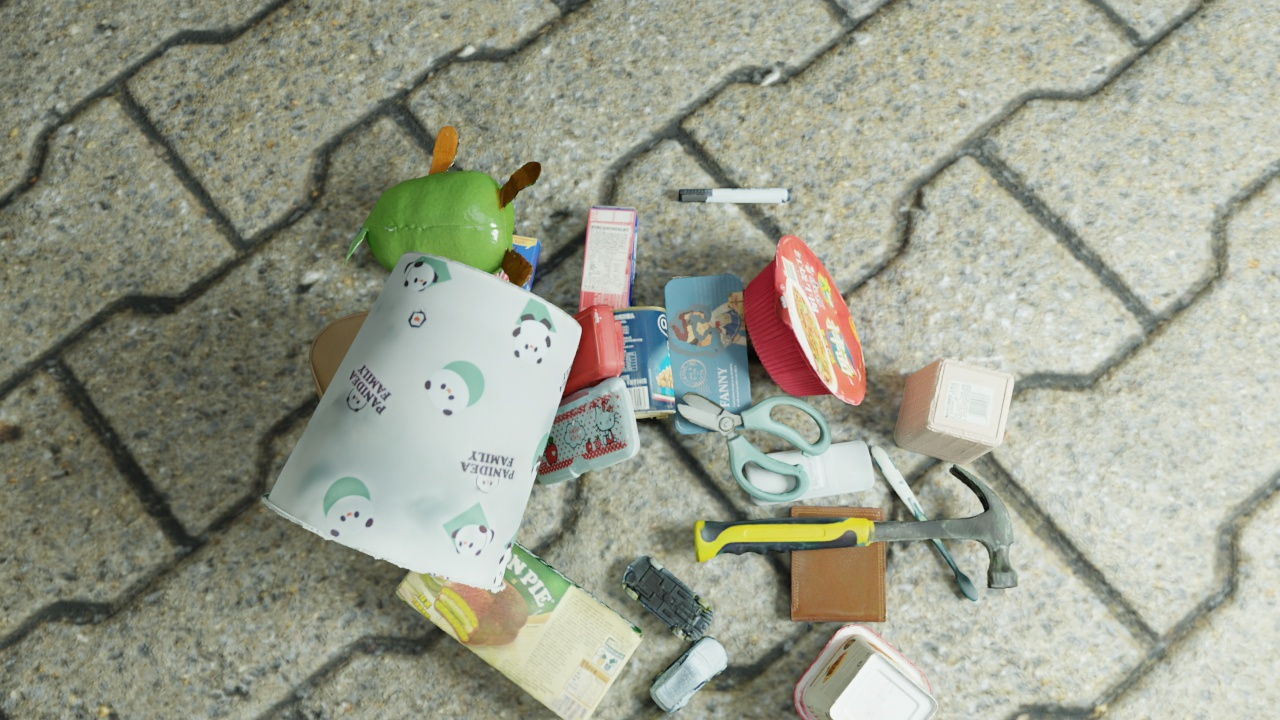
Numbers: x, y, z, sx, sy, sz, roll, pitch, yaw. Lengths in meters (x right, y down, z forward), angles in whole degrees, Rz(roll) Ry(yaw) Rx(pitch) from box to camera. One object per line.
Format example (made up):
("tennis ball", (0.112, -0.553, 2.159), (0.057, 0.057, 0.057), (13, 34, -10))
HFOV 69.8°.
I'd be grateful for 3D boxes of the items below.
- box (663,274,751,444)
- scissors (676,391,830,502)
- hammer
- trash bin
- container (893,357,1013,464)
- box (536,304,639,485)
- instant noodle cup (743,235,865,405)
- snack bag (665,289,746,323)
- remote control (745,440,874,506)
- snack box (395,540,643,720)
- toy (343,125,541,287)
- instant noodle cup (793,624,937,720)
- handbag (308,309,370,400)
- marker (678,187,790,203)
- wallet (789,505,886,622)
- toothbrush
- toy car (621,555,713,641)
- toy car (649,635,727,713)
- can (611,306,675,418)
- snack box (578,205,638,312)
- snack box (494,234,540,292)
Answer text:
("box", (0.072, -0.002, 0.998), (0.090, 0.059, 0.184), (-7, 90, 1))
("scissors", (0.120, 0.066, 0.964), (0.180, 0.019, 0.139), (36, 92, -9))
("hammer", (0.217, 0.176, 0.952), (0.323, 0.032, 0.126), (-3, 74, 5))
("trash bin", (-0.184, 0.052, 0.848), (0.229, 0.230, 0.251), (21, 81, 7))
("container", (0.330, 0.052, 0.964), (0.090, 0.111, 0.090), (15, 78, 6))
("box", (-0.072, 0.041, 0.951), (0.037, 0.202, 0.157), (0, 74, -33))
("instant noodle cup", (0.168, -0.034, 0.973), (0.066, 0.193, 0.193), (-23, 75, 28))
("snack bag", (0.079, -0.047, 1.040), (0.105, 0.026, 0.045), (-19, 83, 0))
("remote control", (0.184, 0.123, 1.001), (0.136, 0.020, 0.055), (-9, 76, 1))
("snack box", (-0.125, 0.265, 0.960), (0.240, 0.063, 0.114), (33, 80, 9))
("toy", (-0.212, -0.146, 1.016), (0.247, 0.089, 0.227), (4, 90, 27))
("instant noodle cup", (0.225, 0.333, 0.899), (0.116, 0.124, 0.116), (39, 81, 10))
("handbag", (-0.262, 0.043, 0.995), (0.147, 0.100, 0.204), (-23, 87, -3))
("marker", (0.110, -0.192, 1.075), (0.131, 0.018, 0.022), (1, 34, 4))
("wallet", (0.208, 0.215, 0.975), (0.101, 0.032, 0.124), (0, 76, 5))
("toothbrush", (0.304, 0.174, 0.989), (0.016, 0.018, 0.191), (-30, 76, -4))
("toy car", (0.028, 0.251, 0.972), (0.105, 0.031, 0.049), (37, 77, 14))
("toy car", (0.050, 0.326, 0.955), (0.090, 0.034, 0.043), (-40, 75, -8))
("can", (-0.006, 0.006, 0.952), (0.075, 0.075, 0.111), (-6, 83, 1))
("snack box", (-0.037, -0.068, 1.034), (0.058, 0.057, 0.207), (4, 78, 5))
("snack box", (-0.173, -0.072, 1.055), (0.084, 0.026, 0.157), (10, 78, 7))
